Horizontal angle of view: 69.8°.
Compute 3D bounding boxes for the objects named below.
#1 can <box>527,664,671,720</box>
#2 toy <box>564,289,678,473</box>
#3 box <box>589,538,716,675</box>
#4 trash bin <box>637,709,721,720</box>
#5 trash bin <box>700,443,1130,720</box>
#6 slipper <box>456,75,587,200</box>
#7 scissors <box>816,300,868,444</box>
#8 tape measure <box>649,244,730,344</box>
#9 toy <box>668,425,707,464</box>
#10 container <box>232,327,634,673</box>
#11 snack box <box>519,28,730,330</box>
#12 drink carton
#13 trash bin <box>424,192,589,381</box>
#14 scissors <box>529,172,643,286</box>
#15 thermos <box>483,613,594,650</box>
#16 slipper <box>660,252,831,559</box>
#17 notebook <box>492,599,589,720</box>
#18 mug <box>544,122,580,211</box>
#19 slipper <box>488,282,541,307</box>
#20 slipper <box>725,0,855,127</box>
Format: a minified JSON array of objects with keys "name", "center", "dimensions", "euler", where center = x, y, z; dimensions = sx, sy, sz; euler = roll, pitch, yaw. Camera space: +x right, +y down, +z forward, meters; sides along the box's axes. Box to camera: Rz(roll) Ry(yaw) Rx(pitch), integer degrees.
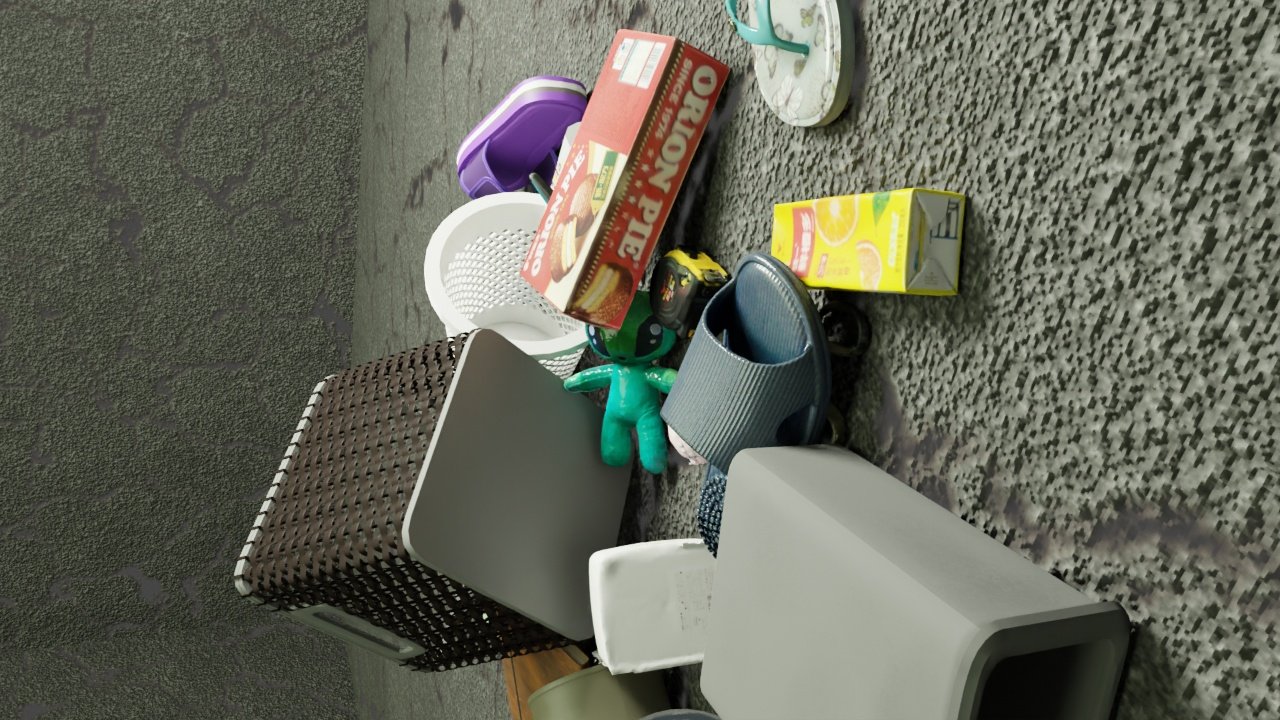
[{"name":"can","center":[-0.032,0.329,0.836],"dimensions":[0.128,0.127,0.073],"euler":[121,139,-49]},{"name":"toy","center":[-0.005,0.005,0.836],"dimensions":[0.131,0.072,0.193],"euler":[4,100,27]},{"name":"box","center":[0.010,0.216,0.778],"dimensions":[0.137,0.108,0.128],"euler":[148,116,-78]},{"name":"trash bin","center":[0.005,0.390,0.728],"dimensions":[0.228,0.164,0.164],"euler":[117,143,-52]},{"name":"trash bin","center":[0.130,0.171,0.512],"dimensions":[0.220,0.097,0.192],"euler":[-144,57,-62]},{"name":"slipper","center":[-0.141,-0.229,1.078],"dimensions":[0.267,0.107,0.084],"euler":[-26,68,58]},{"name":"scissors","center":[0.108,-0.001,0.646],"dimensions":[0.159,0.012,0.162],"euler":[-37,58,58]},{"name":"tape measure","center":[0.039,-0.058,0.763],"dimensions":[0.072,0.042,0.072],"euler":[56,141,43]},{"name":"toy","center":[0.052,0.045,0.733],"dimensions":[0.110,0.047,0.063],"euler":[-51,58,48]},{"name":"container","center":[-0.181,0.138,0.879],"dimensions":[0.244,0.247,0.245],"euler":[-19,46,38]},{"name":"snack box","center":[-0.019,-0.155,0.782],"dimensions":[0.113,0.060,0.236],"euler":[40,110,56]},{"name":"drink carton","center":[0.132,-0.070,0.557],"dimensions":[0.135,0.043,0.058],"euler":[-169,81,-64]},{"name":"trash bin","center":[-0.131,-0.040,0.986],"dimensions":[0.200,0.195,0.195],"euler":[111,149,-58]},{"name":"scissors","center":[-0.050,-0.135,0.872],"dimensions":[0.019,0.124,0.157],"euler":[-54,-24,-51]},{"name":"thermos","center":[-0.124,0.303,1.087],"dimensions":[0.232,0.082,0.082],"euler":[154,112,-64]},{"name":"slipper","center":[0.061,0.056,0.631],"dimensions":[0.101,0.082,0.264],"euler":[41,138,42]},{"name":"notebook","center":[-0.108,0.365,1.013],"dimensions":[0.178,0.014,0.250],"euler":[30,134,41]},{"name":"mug","center":[-0.046,-0.186,0.916],"dimensions":[0.105,0.073,0.090],"euler":[-79,9,-48]},{"name":"slipper","center":[-0.168,0.028,1.170],"dimensions":[0.105,0.095,0.252],"euler":[10,84,50]},{"name":"slipper","center":[0.085,-0.280,0.638],"dimensions":[0.098,0.054,0.268],"euler":[139,127,-62]}]
